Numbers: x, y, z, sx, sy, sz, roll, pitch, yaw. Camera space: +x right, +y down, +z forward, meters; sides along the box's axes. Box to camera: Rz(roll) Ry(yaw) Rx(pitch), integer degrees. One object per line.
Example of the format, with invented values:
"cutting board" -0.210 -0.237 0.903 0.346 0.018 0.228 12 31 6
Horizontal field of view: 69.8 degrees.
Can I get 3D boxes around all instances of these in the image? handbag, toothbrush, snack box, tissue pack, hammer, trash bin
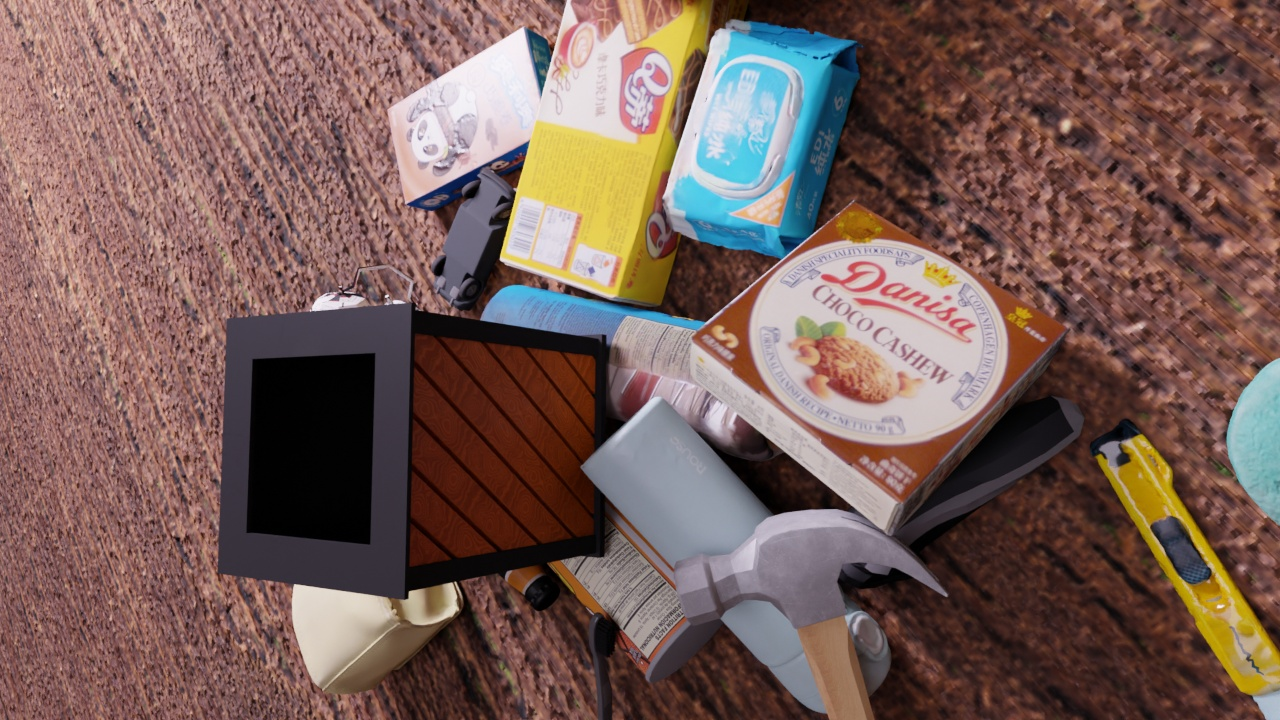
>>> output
"handbag" -0.213 0.189 0.736 0.119 0.081 0.111 -43 60 25
"toothbrush" -0.024 0.228 0.609 0.013 0.012 0.168 24 130 31
"snack box" -0.011 -0.162 0.633 0.110 0.061 0.230 21 99 31
"snack box" -0.130 -0.186 0.723 0.152 0.034 0.087 -19 79 29
"tissue pack" 0.074 -0.141 0.579 0.093 0.061 0.144 21 98 31
"hammer" 0.129 0.239 0.493 0.131 0.039 0.328 -18 94 6
"snack box" 0.127 -0.004 0.505 0.146 0.041 0.143 -40 61 -20
"trash bin" -0.126 0.050 0.541 0.140 0.171 0.139 -2 85 31

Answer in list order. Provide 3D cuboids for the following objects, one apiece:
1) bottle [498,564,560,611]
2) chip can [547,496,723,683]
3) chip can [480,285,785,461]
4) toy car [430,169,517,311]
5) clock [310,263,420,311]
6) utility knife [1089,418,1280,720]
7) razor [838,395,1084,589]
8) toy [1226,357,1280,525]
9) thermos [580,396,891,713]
"bottle" -0.125 0.117 0.693 0.181 0.059 0.059 42 109 26
"chip can" -0.038 0.113 0.630 0.215 0.075 0.075 43 109 26
"chip can" -0.004 0.004 0.615 0.230 0.079 0.080 14 95 32
"toy car" -0.127 -0.093 0.717 0.046 0.034 0.112 38 114 22
"clock" -0.224 -0.004 0.727 0.065 0.114 0.155 18 95 31
"utility knife" 0.288 0.113 0.466 0.031 0.017 0.179 -38 72 35
"razor" 0.174 0.070 0.515 0.060 0.057 0.156 37 111 -17
"toy" 0.329 0.036 0.433 0.085 0.033 0.105 17 96 20
"thermos" 0.058 0.116 0.541 0.207 0.065 0.078 47 135 1
